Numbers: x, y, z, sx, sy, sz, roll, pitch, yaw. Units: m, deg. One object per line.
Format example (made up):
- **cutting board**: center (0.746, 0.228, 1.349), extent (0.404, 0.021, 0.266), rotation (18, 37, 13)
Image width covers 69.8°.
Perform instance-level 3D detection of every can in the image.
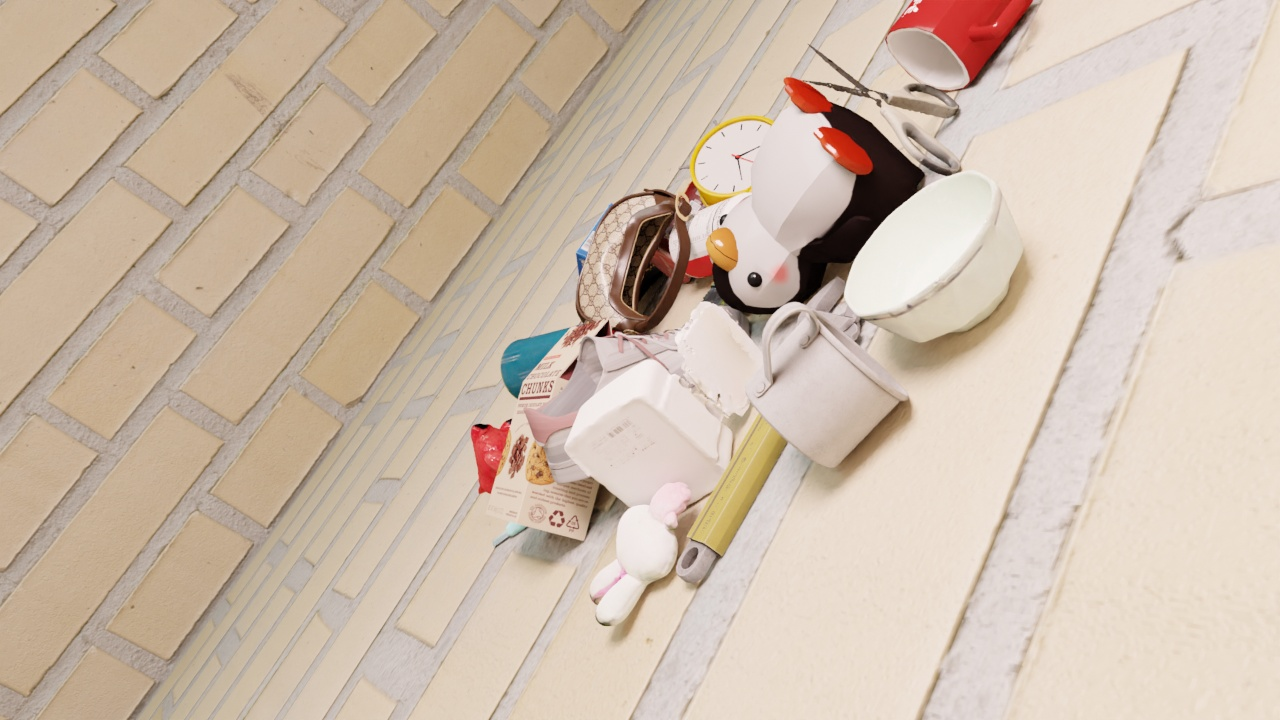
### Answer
- **can**: center (0.088, -0.129, 0.955), extent (0.070, 0.070, 0.132), rotation (-57, 19, -17)

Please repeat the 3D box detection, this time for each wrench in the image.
- **wrench**: center (0.099, 0.045, 0.687), extent (0.273, 0.018, 0.084), rotation (-57, 19, -16)

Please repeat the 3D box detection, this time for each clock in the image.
- **clock**: center (0.121, -0.208, 0.995), extent (0.152, 0.052, 0.113), rotation (29, 79, 36)

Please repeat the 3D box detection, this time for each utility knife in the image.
- **utility knife**: center (-0.124, 0.169, 0.984), extent (0.141, 0.015, 0.022), rotation (-38, 41, 35)

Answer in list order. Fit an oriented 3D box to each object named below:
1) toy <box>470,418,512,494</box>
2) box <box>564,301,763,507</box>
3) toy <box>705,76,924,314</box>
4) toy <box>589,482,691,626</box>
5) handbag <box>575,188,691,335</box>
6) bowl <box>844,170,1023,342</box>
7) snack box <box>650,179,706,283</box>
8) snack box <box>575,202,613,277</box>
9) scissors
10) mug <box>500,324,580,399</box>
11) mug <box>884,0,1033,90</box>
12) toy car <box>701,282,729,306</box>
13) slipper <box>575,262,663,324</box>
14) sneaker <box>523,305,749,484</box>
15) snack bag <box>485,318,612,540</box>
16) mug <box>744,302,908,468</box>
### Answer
- **toy**: center (-0.143, 0.135, 1.049), extent (0.133, 0.088, 0.094), rotation (-130, 45, -52)
- **box**: center (0.032, 0.028, 0.740), extent (0.152, 0.107, 0.131), rotation (-37, 23, 30)
- **toy**: center (0.138, -0.115, 0.775), extent (0.185, 0.140, 0.159), rotation (-53, 39, 34)
- **toy**: center (0.001, 0.146, 0.700), extent (0.123, 0.038, 0.079), rotation (-57, 19, 5)
- **handbag**: center (0.002, -0.106, 0.980), extent (0.139, 0.063, 0.166), rotation (8, 76, 48)
- **bowl**: center (0.195, -0.057, 0.589), extent (0.118, 0.061, 0.117), rotation (-44, 19, 20)
- **snack box**: center (0.062, -0.159, 1.069), extent (0.121, 0.072, 0.072), rotation (-54, 19, -8)
- **snack box**: center (-0.047, -0.136, 1.234), extent (0.087, 0.033, 0.154), rotation (-57, -11, -18)
- **scissors**: center (0.206, -0.205, 0.748), extent (0.157, 0.170, 0.013), rotation (63, 144, 30)
- **mug**: center (-0.092, 0.001, 1.025), extent (0.122, 0.078, 0.078), rotation (-16, 39, 48)
- **mug**: center (0.288, -0.300, 0.796), extent (0.096, 0.080, 0.116), rotation (-53, 25, -3)
- **toy car**: center (0.088, -0.061, 0.897), extent (0.038, 0.027, 0.090), rotation (-56, 18, -21)
- **slipper**: center (-0.021, -0.111, 1.133), extent (0.113, 0.076, 0.267), rotation (-31, 17, 46)
- **sneaker**: center (-0.005, 0.005, 0.819), extent (0.235, 0.089, 0.099), rotation (-39, 22, -19)
- **snack bag**: center (-0.076, 0.061, 0.892), extent (0.094, 0.069, 0.206), rotation (-7, 66, 63)
- **mug**: center (0.108, 0.012, 0.585), extent (0.071, 0.113, 0.084), rotation (-49, 34, 14)
